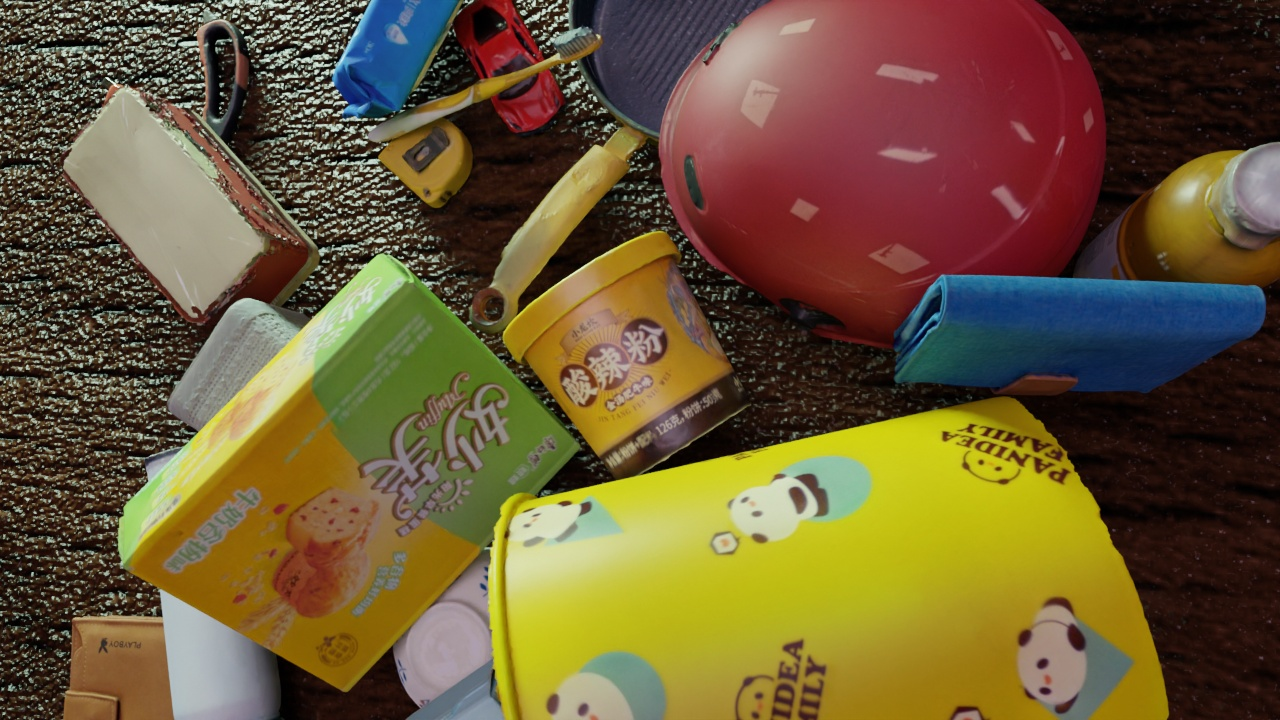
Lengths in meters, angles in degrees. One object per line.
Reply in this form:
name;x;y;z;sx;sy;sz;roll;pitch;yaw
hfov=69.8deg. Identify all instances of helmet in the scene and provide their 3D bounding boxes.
helmet;0.133;-0.114;0.487;0.240;0.144;0.207;13;89;-3

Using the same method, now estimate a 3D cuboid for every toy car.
toy car;-0.091;-0.206;0.637;0.049;0.031;0.106;-30;79;9

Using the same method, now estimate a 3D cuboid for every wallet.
wallet;-0.351;0.246;0.640;0.108;0.031;0.131;-1;81;12
wallet;0.193;-0.010;0.427;0.133;0.106;0.040;3;74;4

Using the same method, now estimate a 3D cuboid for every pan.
pan;0.005;-0.164;0.583;0.198;0.078;0.357;33;91;16

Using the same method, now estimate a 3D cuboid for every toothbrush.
toothbrush;-0.109;-0.178;0.600;0.192;0.018;0.016;-13;58;26

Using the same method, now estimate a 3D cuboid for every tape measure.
tape measure;-0.148;-0.143;0.642;0.060;0.029;0.057;43;93;15

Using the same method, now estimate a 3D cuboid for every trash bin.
trash bin;0.086;0.142;0.458;0.255;0.229;0.229;-17;79;5

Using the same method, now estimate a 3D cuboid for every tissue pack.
tissue pack;-0.158;-0.234;0.626;0.052;0.095;0.157;27;90;-25

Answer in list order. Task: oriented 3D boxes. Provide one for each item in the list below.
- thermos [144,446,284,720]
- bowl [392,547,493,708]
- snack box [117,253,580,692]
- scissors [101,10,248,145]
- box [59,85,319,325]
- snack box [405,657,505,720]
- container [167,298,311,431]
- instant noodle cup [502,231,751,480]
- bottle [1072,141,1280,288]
thermos;-0.279;0.171;0.612;0.073;0.073;0.224;-15;78;11
bowl;-0.107;0.176;0.574;0.113;0.062;0.113;-2;83;12
snack box;-0.162;0.067;0.535;0.210;0.157;0.070;-46;34;-6
scissors;-0.339;-0.161;0.699;0.227;0.015;0.189;35;91;14
box;-0.317;-0.107;0.639;0.091;0.080;0.168;-45;80;7
snack box;-0.059;0.259;0.526;0.074;0.051;0.175;-36;100;8
container;-0.225;0.031;0.609;0.114;0.090;0.090;34;92;12
instant noodle cup;-0.003;0.003;0.548;0.118;0.118;0.114;-33;84;7
bottle;0.267;-0.055;0.448;0.068;0.189;0.068;-2;82;11
